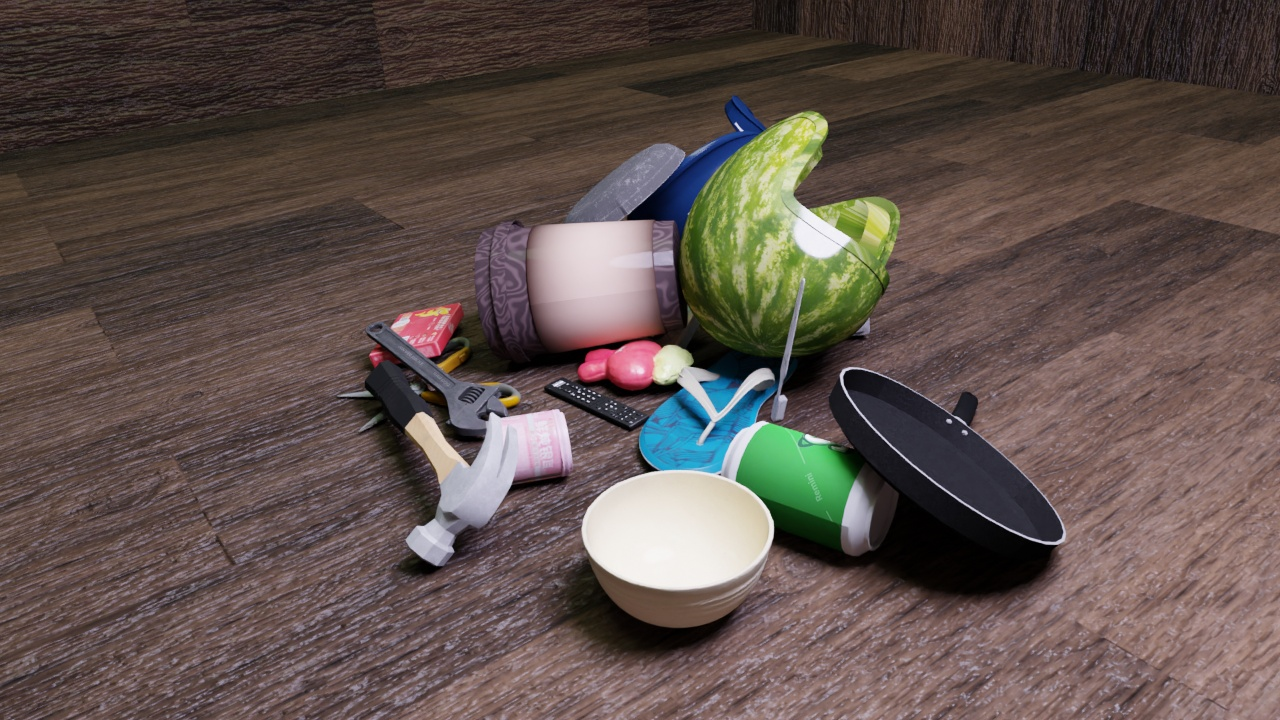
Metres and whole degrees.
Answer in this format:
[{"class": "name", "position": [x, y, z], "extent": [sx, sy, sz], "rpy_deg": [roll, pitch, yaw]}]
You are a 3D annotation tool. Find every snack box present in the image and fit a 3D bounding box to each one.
[{"class": "snack box", "position": [0.004, -0.060, 1.172], "extent": [0.150, 0.026, 0.081], "rpy_deg": [18, 69, 31]}, {"class": "snack box", "position": [-0.284, -0.034, 1.175], "extent": [0.089, 0.021, 0.132], "rpy_deg": [-11, 23, 8]}]

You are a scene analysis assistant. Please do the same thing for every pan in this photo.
[{"class": "pan", "position": [0.286, 0.076, 0.851], "extent": [0.225, 0.034, 0.355], "rpy_deg": [38, 21, 14]}, {"class": "pan", "position": [-0.091, -0.177, 1.231], "extent": [0.357, 0.040, 0.207], "rpy_deg": [-37, 17, 8]}]

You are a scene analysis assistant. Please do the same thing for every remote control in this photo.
[{"class": "remote control", "position": [-0.051, 0.047, 1.033], "extent": [0.140, 0.009, 0.030], "rpy_deg": [22, 36, 38]}]

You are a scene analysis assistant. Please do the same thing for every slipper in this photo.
[{"class": "slipper", "position": [0.088, 0.033, 0.997], "extent": [0.118, 0.060, 0.293], "rpy_deg": [9, 30, 28]}]

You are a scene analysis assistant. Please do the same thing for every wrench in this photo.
[{"class": "wrench", "position": [-0.243, 0.014, 1.055], "extent": [0.073, 0.018, 0.273], "rpy_deg": [-33, 45, -29]}]

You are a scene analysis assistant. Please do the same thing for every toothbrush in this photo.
[{"class": "toothbrush", "position": [0.154, -0.008, 0.936], "extent": [0.010, 0.182, 0.010], "rpy_deg": [-11, 41, -19]}]

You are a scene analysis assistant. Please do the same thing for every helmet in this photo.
[{"class": "helmet", "position": [0.104, -0.233, 1.319], "extent": [0.271, 0.233, 0.223], "rpy_deg": [-2, 61, -53]}, {"class": "helmet", "position": [0.156, -0.118, 1.017], "extent": [0.244, 0.213, 0.246], "rpy_deg": [-18, 48, 37]}]

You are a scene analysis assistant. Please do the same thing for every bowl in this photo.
[{"class": "bowl", "position": [0.030, 0.160, 0.738], "extent": [0.151, 0.075, 0.150], "rpy_deg": [-2, 28, 1]}]

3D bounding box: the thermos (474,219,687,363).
[{"class": "thermos", "position": [-0.064, -0.090, 1.099], "extent": [0.226, 0.173, 0.172], "rpy_deg": [-6, 27, 9]}]

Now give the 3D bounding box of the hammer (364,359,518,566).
[{"class": "hammer", "position": [-0.216, 0.072, 0.913], "extent": [0.131, 0.039, 0.328], "rpy_deg": [-52, 35, -3]}]

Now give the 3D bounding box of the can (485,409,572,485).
[{"class": "can", "position": [-0.110, 0.086, 0.902], "extent": [0.076, 0.067, 0.067], "rpy_deg": [-9, 28, -10]}]

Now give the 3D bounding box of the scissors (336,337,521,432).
[{"class": "scissors", "position": [-0.242, 0.026, 1.086], "extent": [0.225, 0.016, 0.229], "rpy_deg": [-1, 29, 8]}]

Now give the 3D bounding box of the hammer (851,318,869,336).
[{"class": "hammer", "position": [0.130, -0.084, 1.207], "extent": [0.326, 0.079, 0.176], "rpy_deg": [-7, 27, 3]}]

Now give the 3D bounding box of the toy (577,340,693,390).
[{"class": "toy", "position": [-0.006, 0.006, 1.068], "extent": [0.135, 0.045, 0.091], "rpy_deg": [-2, 23, 11]}]

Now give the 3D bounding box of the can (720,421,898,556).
[{"class": "can", "position": [0.148, 0.111, 0.808], "extent": [0.140, 0.088, 0.087], "rpy_deg": [16, 33, 32]}]
